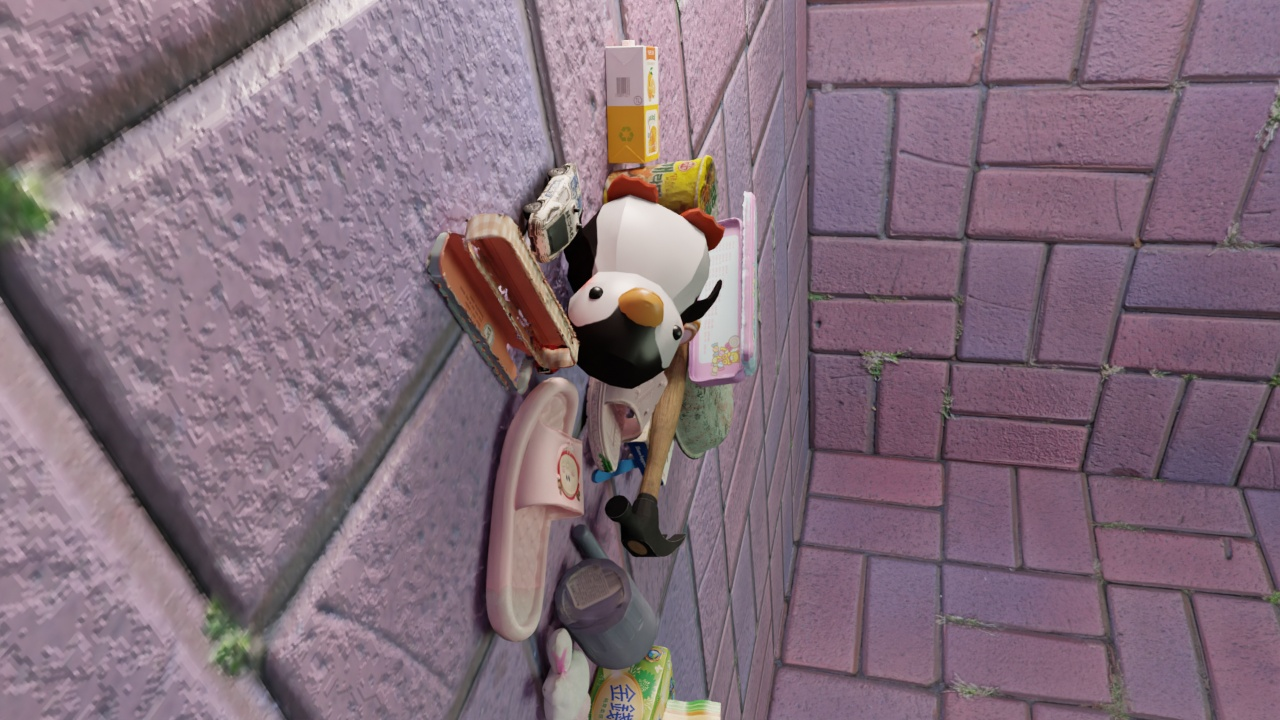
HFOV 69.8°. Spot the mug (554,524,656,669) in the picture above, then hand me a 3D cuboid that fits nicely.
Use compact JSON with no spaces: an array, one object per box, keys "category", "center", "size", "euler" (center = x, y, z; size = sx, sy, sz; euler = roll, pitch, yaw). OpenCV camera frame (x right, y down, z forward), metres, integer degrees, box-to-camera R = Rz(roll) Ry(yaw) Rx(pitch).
[{"category":"mug","center":[-0.039,0.239,0.933],"size":[0.104,0.084,0.123],"euler":[68,6,-53]}]

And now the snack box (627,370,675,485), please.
[{"category":"snack box","center":[0.020,0.075,1.140],"size":[0.149,0.026,0.082],"euler":[-74,151,-48]}]

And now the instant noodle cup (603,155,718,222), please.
[{"category":"instant noodle cup","center":[0.022,-0.167,0.971],"size":[0.102,0.108,0.102],"euler":[5,89,-74]}]

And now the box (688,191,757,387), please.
[{"category":"box","center":[0.110,-0.081,1.095],"size":[0.140,0.062,0.214],"euler":[147,-50,-61]}]

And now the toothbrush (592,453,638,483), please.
[{"category":"toothbrush","center":[-0.026,0.123,1.060],"size":[0.166,0.014,0.016],"euler":[-4,97,-70]}]

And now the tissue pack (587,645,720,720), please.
[{"category":"tissue pack","center":[0.011,0.423,1.015],"size":[0.197,0.141,0.120],"euler":[-71,158,-44]}]

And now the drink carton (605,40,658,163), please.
[{"category":"drink carton","center":[-0.008,-0.273,0.966],"size":[0.058,0.040,0.122],"euler":[-47,139,-66]}]

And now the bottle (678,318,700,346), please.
[{"category":"bottle","center":[0.033,-0.072,1.101],"size":[0.063,0.063,0.108],"euler":[64,10,-61]}]

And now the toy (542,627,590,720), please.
[{"category":"toy","center":[-0.072,0.315,0.885],"size":[0.126,0.037,0.075],"euler":[76,20,-49]}]

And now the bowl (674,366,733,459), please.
[{"category":"bowl","center":[0.085,0.051,1.203],"size":[0.157,0.039,0.157],"euler":[16,73,-63]}]

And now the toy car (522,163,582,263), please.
[{"category":"toy car","center":[-0.067,-0.128,0.786],"size":[0.112,0.040,0.048],"euler":[-70,159,-48]}]

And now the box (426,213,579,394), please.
[{"category":"box","center":[-0.095,-0.036,0.683],"size":[0.076,0.055,0.187],"euler":[-47,150,-13]}]

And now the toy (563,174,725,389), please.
[{"category":"toy","center":[-0.013,-0.050,0.840],"size":[0.140,0.159,0.183],"euler":[-51,-162,46]}]

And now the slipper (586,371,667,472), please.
[{"category":"slipper","center":[-0.006,0.006,1.000],"size":[0.094,0.064,0.238],"euler":[68,28,-57]}]

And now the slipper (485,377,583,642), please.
[{"category":"slipper","center":[-0.084,0.120,0.761],"size":[0.107,0.056,0.221],"euler":[50,47,-66]}]

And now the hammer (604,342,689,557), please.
[{"category":"hammer","center":[0.029,0.082,1.069],"size":[0.132,0.040,0.304],"euler":[57,36,-43]}]

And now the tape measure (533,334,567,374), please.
[{"category":"tape measure","center":[-0.080,-0.016,0.804],"size":[0.051,0.019,0.059],"euler":[26,61,-76]}]
